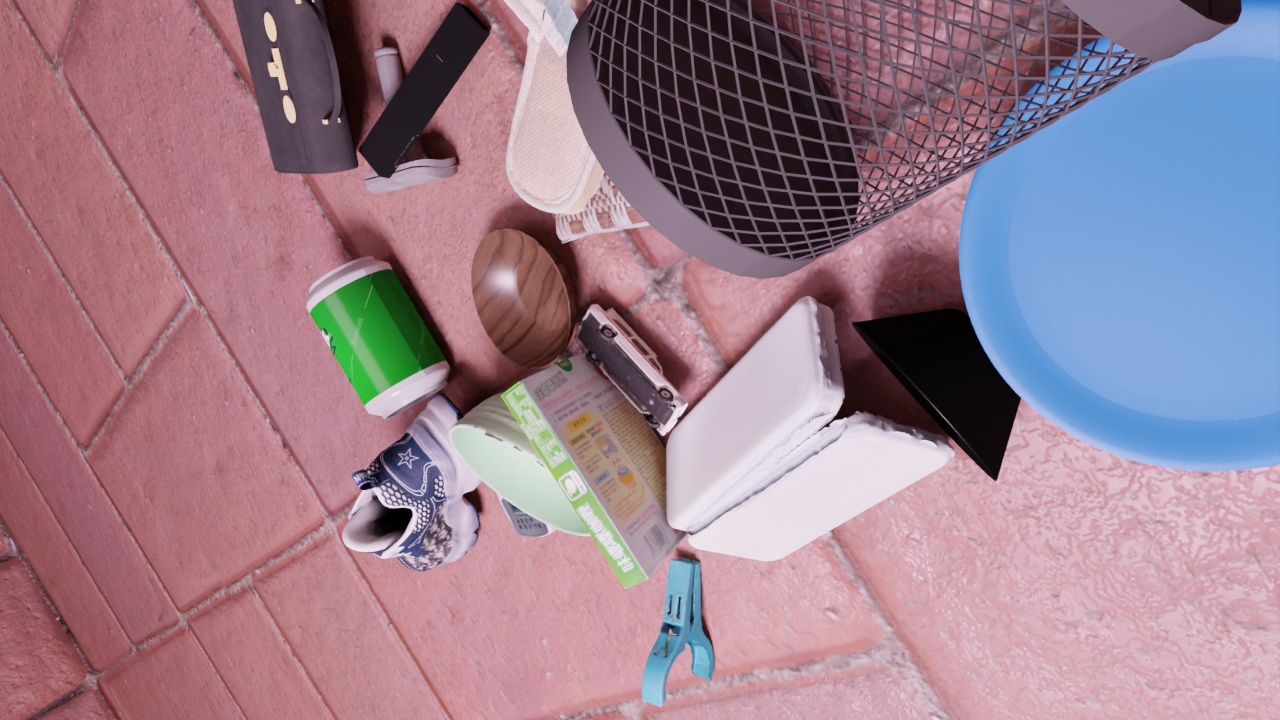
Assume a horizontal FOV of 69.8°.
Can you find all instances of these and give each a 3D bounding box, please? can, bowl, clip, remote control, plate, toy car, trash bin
[{"bbox_3d":[-0.248,-0.021,0.872,0.088,0.087,0.140,-30,91,43],"label":"can"},{"bbox_3d":[-0.081,0.076,0.778,0.151,0.076,0.151,26,153,15],"label":"bowl"},{"bbox_3d":[0.041,0.244,0.798,0.033,0.122,0.120,3,149,39],"label":"clip"},{"bbox_3d":[-0.175,-0.214,0.736,0.150,0.013,0.034,-48,71,21],"label":"remote control"},{"bbox_3d":[0.188,0.007,0.545,0.052,0.124,0.124,-42,81,9],"label":"bowl"},{"bbox_3d":[-0.113,0.113,0.869,0.060,0.028,0.114,-9,105,41],"label":"remote control"},{"bbox_3d":[0.276,-0.058,0.452,0.225,0.024,0.224,4,99,25],"label":"plate"},{"bbox_3d":[-0.004,0.004,0.722,0.113,0.038,0.039,46,133,18],"label":"toy car"},{"bbox_3d":[-0.090,-0.054,0.764,0.119,0.032,0.119,19,119,37],"label":"bowl"},{"bbox_3d":[0.103,-0.175,0.436,0.228,0.217,0.217,-35,87,46],"label":"trash bin"}]

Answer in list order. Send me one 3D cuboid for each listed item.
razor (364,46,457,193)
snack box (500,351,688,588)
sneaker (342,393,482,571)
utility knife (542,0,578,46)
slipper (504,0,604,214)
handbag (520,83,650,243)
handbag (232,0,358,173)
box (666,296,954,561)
[{"bbox_3d":[-0.206,-0.207,0.785,0.088,0.047,0.116,-2,101,39],"label":"razor"},{"bbox_3d":[-0.023,0.076,0.709,0.027,0.131,0.168,-34,88,26],"label":"snack box"},{"bbox_3d":[-0.232,0.149,0.894,0.103,0.132,0.270,45,144,16],"label":"sneaker"},{"bbox_3d":[-0.006,-0.148,0.577,0.031,0.015,0.220,-5,135,38],"label":"utility knife"},{"bbox_3d":[-0.047,-0.221,0.590,0.115,0.052,0.263,31,121,28],"label":"slipper"},{"bbox_3d":[-0.007,-0.156,0.644,0.186,0.046,0.124,-4,109,40],"label":"handbag"},{"bbox_3d":[-0.266,-0.238,0.741,0.196,0.072,0.176,30,131,57],"label":"handbag"},{"bbox_3d":[0.103,0.057,0.660,0.129,0.105,0.211,20,140,-25],"label":"box"}]
